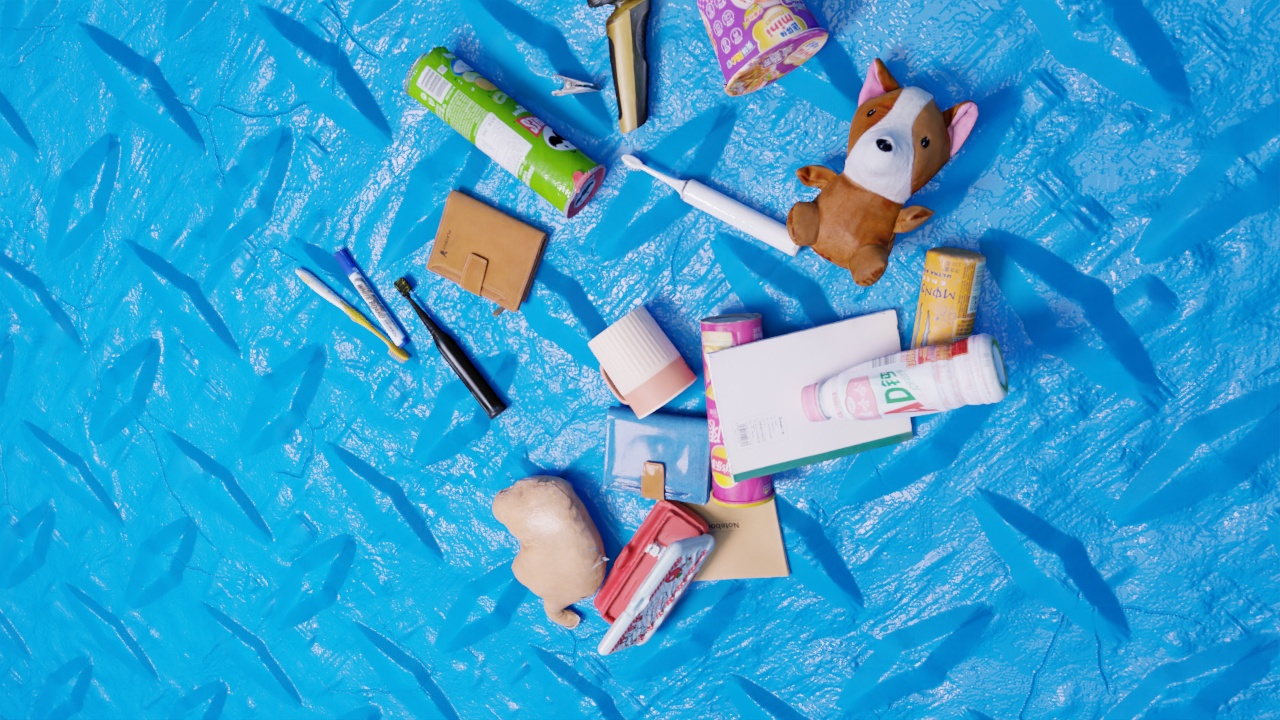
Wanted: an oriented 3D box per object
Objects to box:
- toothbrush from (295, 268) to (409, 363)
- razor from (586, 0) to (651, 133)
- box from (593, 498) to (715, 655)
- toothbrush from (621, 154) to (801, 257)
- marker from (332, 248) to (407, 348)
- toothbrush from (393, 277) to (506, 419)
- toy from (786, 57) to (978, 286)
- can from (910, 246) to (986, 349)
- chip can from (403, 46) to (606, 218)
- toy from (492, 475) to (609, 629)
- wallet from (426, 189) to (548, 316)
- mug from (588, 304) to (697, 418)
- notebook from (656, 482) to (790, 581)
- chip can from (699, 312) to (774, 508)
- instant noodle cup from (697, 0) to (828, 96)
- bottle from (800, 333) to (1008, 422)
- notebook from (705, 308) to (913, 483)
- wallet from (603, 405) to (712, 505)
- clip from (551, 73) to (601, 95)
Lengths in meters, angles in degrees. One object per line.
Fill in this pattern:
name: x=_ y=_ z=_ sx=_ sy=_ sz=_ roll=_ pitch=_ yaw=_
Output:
toothbrush: x=-0.376 y=-0.058 z=1.194 sx=0.191 sy=0.016 sz=0.018 roll=38 pitch=122 yaw=4
razor: x=-0.018 y=-0.327 z=0.974 sx=0.067 sy=0.062 sz=0.168 roll=-10 pitch=111 yaw=-12
box: x=0.006 y=0.273 z=1.113 sx=0.095 sy=0.099 sz=0.202 roll=35 pitch=116 yaw=9
toothbrush: x=0.076 y=-0.174 z=1.002 sx=0.221 sy=0.026 sz=0.026 roll=28 pitch=74 yaw=8
marker: x=-0.345 y=-0.079 z=1.176 sx=0.017 sy=0.016 sz=0.146 roll=-33 pitch=94 yaw=24
toothbrush: x=-0.242 y=-0.017 z=1.156 sx=0.027 sy=0.026 sz=0.212 roll=-35 pitch=92 yaw=37
toy: x=0.231 y=-0.184 z=0.903 sx=0.140 sy=0.130 sz=0.200 roll=34 pitch=104 yaw=12
can: x=0.314 y=-0.041 z=0.945 sx=0.058 sy=0.058 sz=0.146 roll=9 pitch=108 yaw=16
chip can: x=-0.151 y=-0.257 z=1.027 sx=0.236 sy=0.072 sz=0.072 roll=38 pitch=114 yaw=5
toy: x=-0.105 y=0.252 z=1.166 sx=0.144 sy=0.082 sz=0.226 roll=-6 pitch=107 yaw=36
wallet: x=-0.187 y=-0.125 z=1.104 sx=0.131 sy=0.035 sz=0.119 roll=26 pitch=107 yaw=10
mug: x=-0.006 y=0.006 z=1.062 sx=0.106 sy=0.081 sz=0.115 roll=55 pitch=143 yaw=-1
notebook: x=0.090 y=0.171 z=1.111 sx=0.148 sy=0.008 sz=0.208 roll=-8 pitch=103 yaw=21
chip can: x=0.108 y=0.055 z=1.028 sx=0.071 sy=0.071 sz=0.210 roll=-2 pitch=102 yaw=19
instant noodle cup: x=0.113 y=-0.333 z=0.902 sx=0.112 sy=0.111 sz=0.099 roll=-27 pitch=89 yaw=23
bottle: x=0.259 y=0.026 z=0.920 sx=0.197 sy=0.068 sz=0.068 roll=-15 pitch=101 yaw=30
notebook: x=0.186 y=0.039 z=0.992 sx=0.209 sy=0.012 sz=0.150 roll=-13 pitch=102 yaw=-4
wallet: x=0.021 y=0.113 z=1.093 sx=0.133 sy=0.040 sz=0.106 roll=7 pitch=103 yaw=17
clip: x=-0.072 y=-0.302 z=1.014 sx=0.057 sy=0.024 sz=0.028 roll=10 pitch=105 yaw=19
